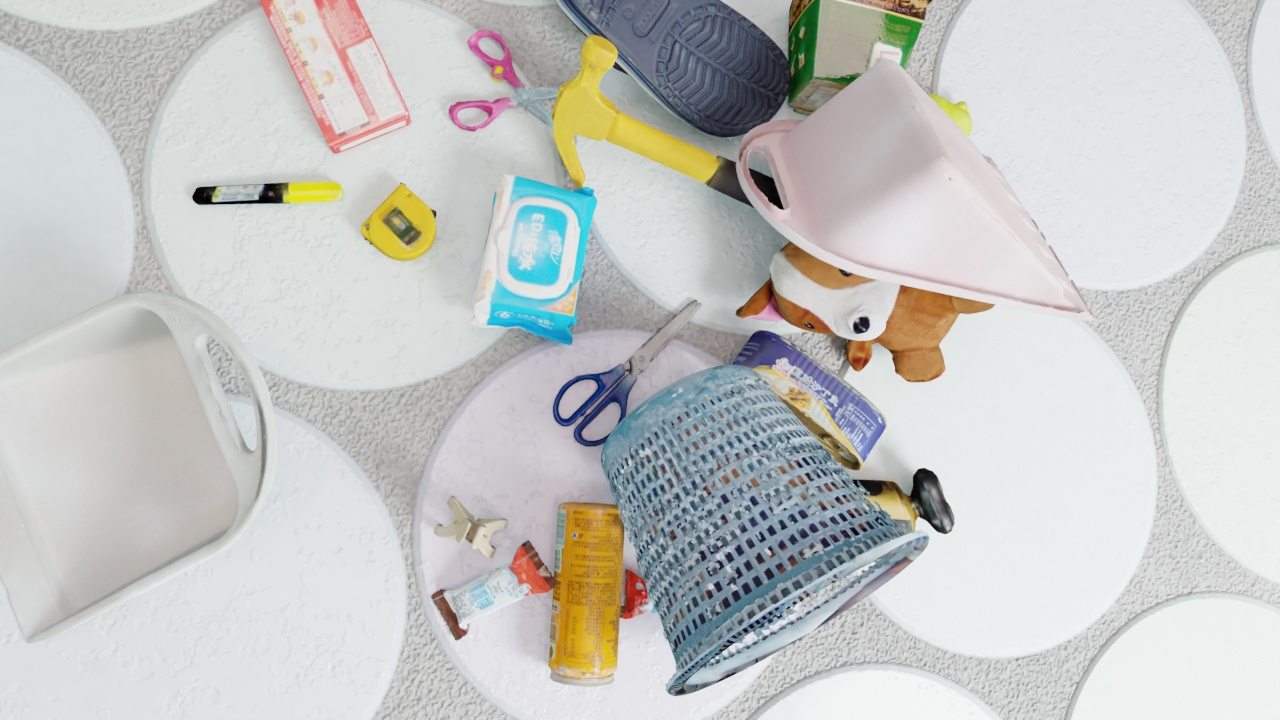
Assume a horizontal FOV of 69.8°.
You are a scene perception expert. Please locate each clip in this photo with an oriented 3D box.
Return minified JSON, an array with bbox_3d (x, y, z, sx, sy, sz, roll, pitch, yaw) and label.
[{"bbox_3d":[-0.129,0.141,0.752,0.096,0.101,0.035,31,77,-33],"label":"clip"}]

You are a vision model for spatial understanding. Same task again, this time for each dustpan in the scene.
[{"bbox_3d":[-0.395,0.068,0.685,0.257,0.143,0.222,-23,88,-13],"label":"dustpan"},{"bbox_3d":[0.219,-0.129,0.776,0.273,0.222,0.139,33,123,-31],"label":"dustpan"}]

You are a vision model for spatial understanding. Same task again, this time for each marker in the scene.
[{"bbox_3d":[-0.318,-0.142,0.784,0.124,0.015,0.018,-3,84,-7],"label":"marker"}]

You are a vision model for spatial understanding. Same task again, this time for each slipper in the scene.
[{"bbox_3d":[0.018,-0.285,0.814,0.252,0.095,0.105,29,94,-27],"label":"slipper"}]

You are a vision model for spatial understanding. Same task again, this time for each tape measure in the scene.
[{"bbox_3d":[-0.205,-0.116,0.792,0.057,0.029,0.060,42,79,-4],"label":"tape measure"}]

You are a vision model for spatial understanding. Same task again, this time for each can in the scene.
[{"bbox_3d":[-0.045,0.194,0.772,0.058,0.058,0.146,4,84,-9],"label":"can"},{"bbox_3d":[0.147,0.035,0.815,0.148,0.075,0.049,37,76,-2],"label":"can"}]

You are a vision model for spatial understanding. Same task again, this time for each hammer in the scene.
[{"bbox_3d":[0.063,-0.167,0.809,0.300,0.129,0.032,21,38,-12],"label":"hammer"}]

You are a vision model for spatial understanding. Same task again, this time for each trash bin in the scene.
[{"bbox_3d":[0.076,0.119,0.724,0.226,0.227,0.195,-25,65,-12],"label":"trash bin"}]

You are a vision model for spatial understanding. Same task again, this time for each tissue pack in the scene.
[{"bbox_3d":[-0.091,-0.089,0.791,0.090,0.063,0.140,11,82,-9],"label":"tissue pack"}]

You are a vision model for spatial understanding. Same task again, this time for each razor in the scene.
[{"bbox_3d":[0.198,0.124,0.826,0.167,0.062,0.068,4,115,-4],"label":"razor"}]

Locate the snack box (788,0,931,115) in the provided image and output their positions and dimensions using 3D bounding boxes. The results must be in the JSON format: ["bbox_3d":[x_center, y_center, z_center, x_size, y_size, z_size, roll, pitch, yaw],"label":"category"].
[{"bbox_3d":[0.192,-0.285,0.837,0.118,0.117,0.105,10,87,-6],"label":"snack box"}]

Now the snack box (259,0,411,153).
[{"bbox_3d":[-0.266,-0.264,0.798,0.075,0.025,0.153,-26,89,-10],"label":"snack box"}]

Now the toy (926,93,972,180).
[{"bbox_3d":[0.282,-0.209,0.885,0.096,0.031,0.100,-17,91,-14],"label":"toy"}]

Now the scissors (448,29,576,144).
[{"bbox_3d":[-0.114,-0.235,0.828,0.133,0.017,0.125,42,77,-7],"label":"scissors"}]

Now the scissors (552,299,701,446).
[{"bbox_3d":[-0.013,-0.003,0.823,0.105,0.012,0.174,23,79,-7],"label":"scissors"}]

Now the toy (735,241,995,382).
[{"bbox_3d":[0.196,-0.053,0.799,0.199,0.130,0.140,20,119,-15],"label":"toy"}]

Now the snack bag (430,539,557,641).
[{"bbox_3d":[-0.123,0.192,0.764,0.104,0.026,0.048,-33,87,17],"label":"snack bag"}]

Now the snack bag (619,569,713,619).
[{"bbox_3d":[0.031,0.205,0.801,0.105,0.026,0.045,4,80,-12],"label":"snack bag"}]
